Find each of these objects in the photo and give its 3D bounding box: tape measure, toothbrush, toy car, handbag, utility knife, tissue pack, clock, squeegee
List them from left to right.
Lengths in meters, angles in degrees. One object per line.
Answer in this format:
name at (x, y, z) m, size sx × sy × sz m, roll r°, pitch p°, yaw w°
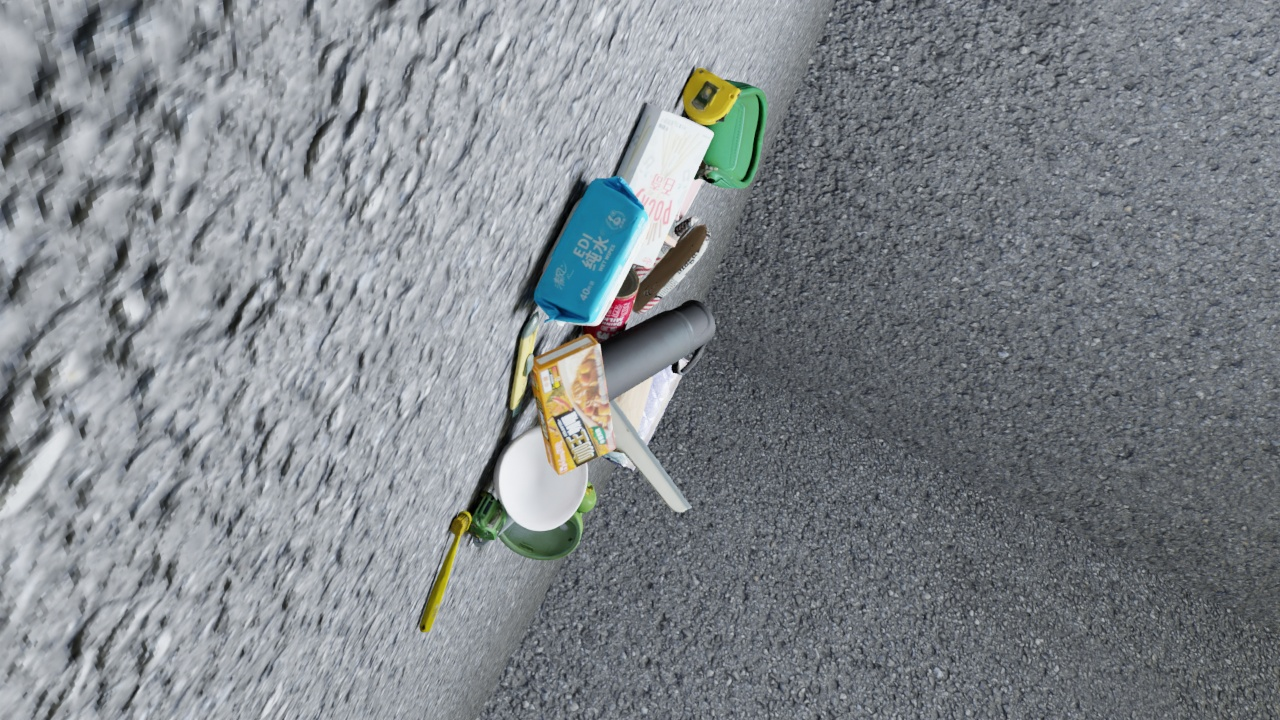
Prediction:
toothbrush at (-0.218, 0.236, 1.008) m, size 0.016 × 0.016 × 0.191 m, roll -48°, pitch 164°, yaw -57°
toy car at (-0.176, 0.181, 1.052) m, size 0.043 × 0.036 × 0.091 m, roll -60°, pitch 171°, yaw -22°
utility knife at (-0.118, 0.011, 0.909) m, size 0.030 × 0.019 × 0.178 m, roll -53°, pitch 175°, yaw -34°
clock at (-0.124, 0.189, 1.197) m, size 0.056 × 0.116 × 0.162 m, roll -77°, pitch -168°, yaw -57°
squeegee at (-0.110, 0.148, 1.105) m, size 0.246 × 0.246 × 0.039 m, roll -37°, pitch 163°, yaw 4°
tissue pack at (-0.044, -0.092, 0.818) m, size 0.140 × 0.063 × 0.090 m, roll -62°, pitch 177°, yaw 2°
handbag at (-0.027, 0.056, 1.404) m, size 0.194 × 0.134 × 0.075 m, roll -62°, pitch 175°, yaw -4°
tape measure at (0.077, -0.299, 1.044) m, size 0.057 × 0.060 × 0.029 m, roll -58°, pitch 177°, yaw 3°
handbag at (0.103, -0.281, 1.140) m, size 0.120 × 0.068 × 0.131 m, roll -21°, pitch 123°, yaw -61°

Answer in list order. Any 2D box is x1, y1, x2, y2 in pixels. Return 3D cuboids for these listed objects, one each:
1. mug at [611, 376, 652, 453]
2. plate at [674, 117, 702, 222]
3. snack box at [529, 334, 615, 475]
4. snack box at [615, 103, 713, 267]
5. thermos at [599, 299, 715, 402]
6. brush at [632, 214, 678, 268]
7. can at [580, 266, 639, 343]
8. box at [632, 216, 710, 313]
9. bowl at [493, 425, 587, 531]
mug at (-0.052, 0.056, 1.187) m, size 0.084 × 0.125 × 0.103 m, roll 36°, pitch 68°, yaw -53°
plate at (0.060, -0.251, 1.249) m, size 0.192 × 0.039 × 0.192 m, roll -63°, pitch 175°, yaw -10°
snack box at (-0.072, 0.049, 0.983) m, size 0.075 × 0.026 × 0.154 m, roll -25°, pitch 133°, yaw -21°
snack box at (0.009, -0.175, 0.936) m, size 0.084 × 0.027 × 0.157 m, roll 7°, pitch 114°, yaw -48°
thermos at (-0.007, 0.006, 1.106) m, size 0.241 × 0.068 × 0.090 m, roll -28°, pitch 116°, yaw -37°
brush at (0.003, -0.144, 1.056) m, size 0.145 × 0.063 × 0.073 m, roll -27°, pitch 133°, yaw -81°
can at (-0.039, -0.059, 1.115) m, size 0.053 × 0.053 × 0.133 m, roll -60°, pitch 174°, yaw -34°
box at (0.041, -0.130, 1.293) m, size 0.164 × 0.077 × 0.074 m, roll -47°, pitch -172°, yaw 23°
bowl at (-0.126, 0.131, 1.049) m, size 0.065 × 0.118 × 0.118 m, roll 1°, pitch -123°, yaw 52°
